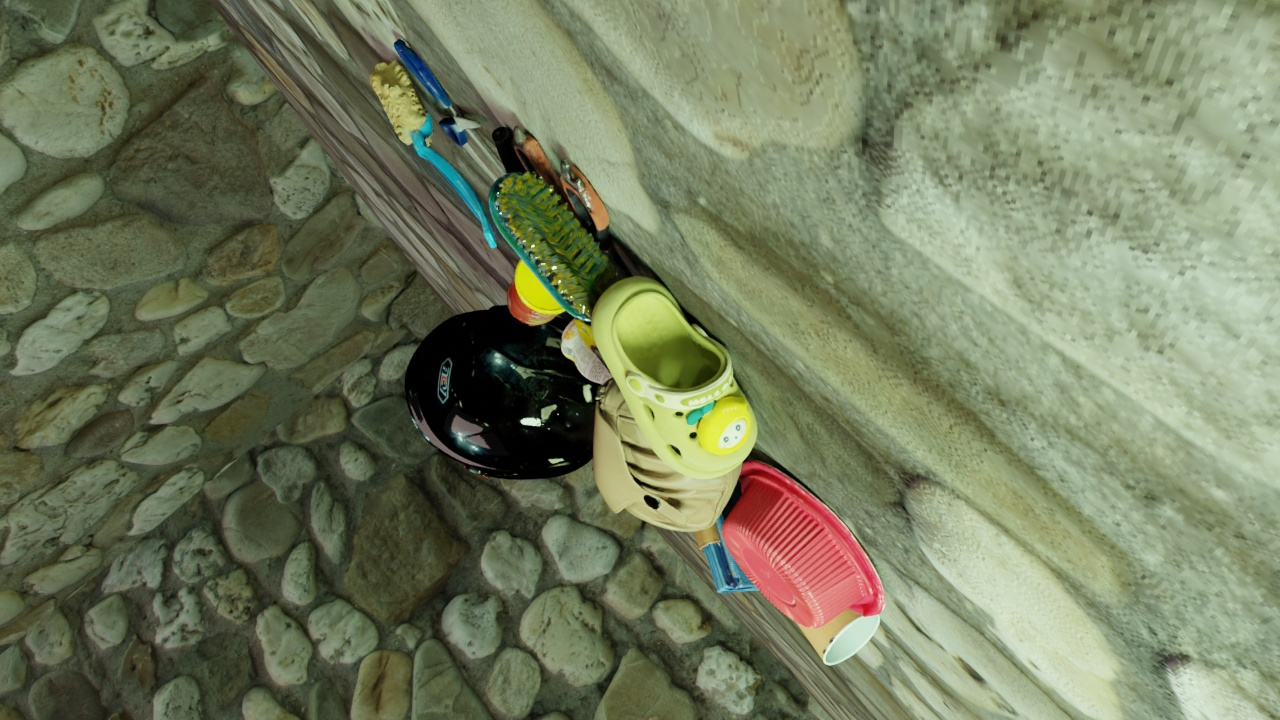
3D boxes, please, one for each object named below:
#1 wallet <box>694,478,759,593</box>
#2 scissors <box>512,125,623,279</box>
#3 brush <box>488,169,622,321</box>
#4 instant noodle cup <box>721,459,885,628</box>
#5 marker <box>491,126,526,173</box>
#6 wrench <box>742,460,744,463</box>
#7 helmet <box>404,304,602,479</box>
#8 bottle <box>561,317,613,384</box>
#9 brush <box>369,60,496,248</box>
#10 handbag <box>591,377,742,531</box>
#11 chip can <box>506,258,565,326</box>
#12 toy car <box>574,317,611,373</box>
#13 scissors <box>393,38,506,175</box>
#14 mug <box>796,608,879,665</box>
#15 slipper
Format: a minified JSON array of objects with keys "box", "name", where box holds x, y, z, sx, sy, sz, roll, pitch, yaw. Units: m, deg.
[{"box":[0.099,0.189,1.008,0.106,0.040,0.133,13,-130,-51],"name":"wallet"},{"box":[-0.039,-0.105,0.778,0.196,0.015,0.216,47,170,6],"name":"scissors"},{"box":[-0.072,-0.093,0.758,0.144,0.055,0.073,51,169,-15],"name":"brush"},{"box":[0.145,0.192,0.901,0.194,0.065,0.194,46,163,19],"name":"instant noodle cup"},{"box":[-0.110,-0.168,0.843,0.022,0.020,0.132,16,160,12],"name":"marker"},{"box":[0.112,0.121,0.985,0.273,0.016,0.056,44,169,25],"name":"wrench"},{"box":[-0.161,0.043,1.216,0.274,0.233,0.231,10,177,-34],"name":"helmet"},{"box":[-0.039,-0.002,1.034,0.108,0.063,0.063,46,170,20],"name":"bottle"},{"box":[-0.204,-0.207,0.920,0.254,0.046,0.083,54,171,26],"name":"brush"},{"box":[0.021,0.098,0.888,0.148,0.099,0.205,19,150,8],"name":"handbag"},{"box":[-0.111,-0.081,1.031,0.073,0.073,0.217,50,172,-6],"name":"chip can"},{"box":[-0.005,0.005,0.921,0.156,0.041,0.071,36,171,-8],"name":"toy car"},{"box":[-0.182,-0.238,0.902,0.173,0.012,0.162,50,170,-6],"name":"scissors"},{"box":[0.195,0.266,1.022,0.123,0.078,0.078,46,171,39],"name":"mug"},{"box":[0.033,0.019,0.735,0.190,0.091,0.082,55,167,-18],"name":"slipper"}]
